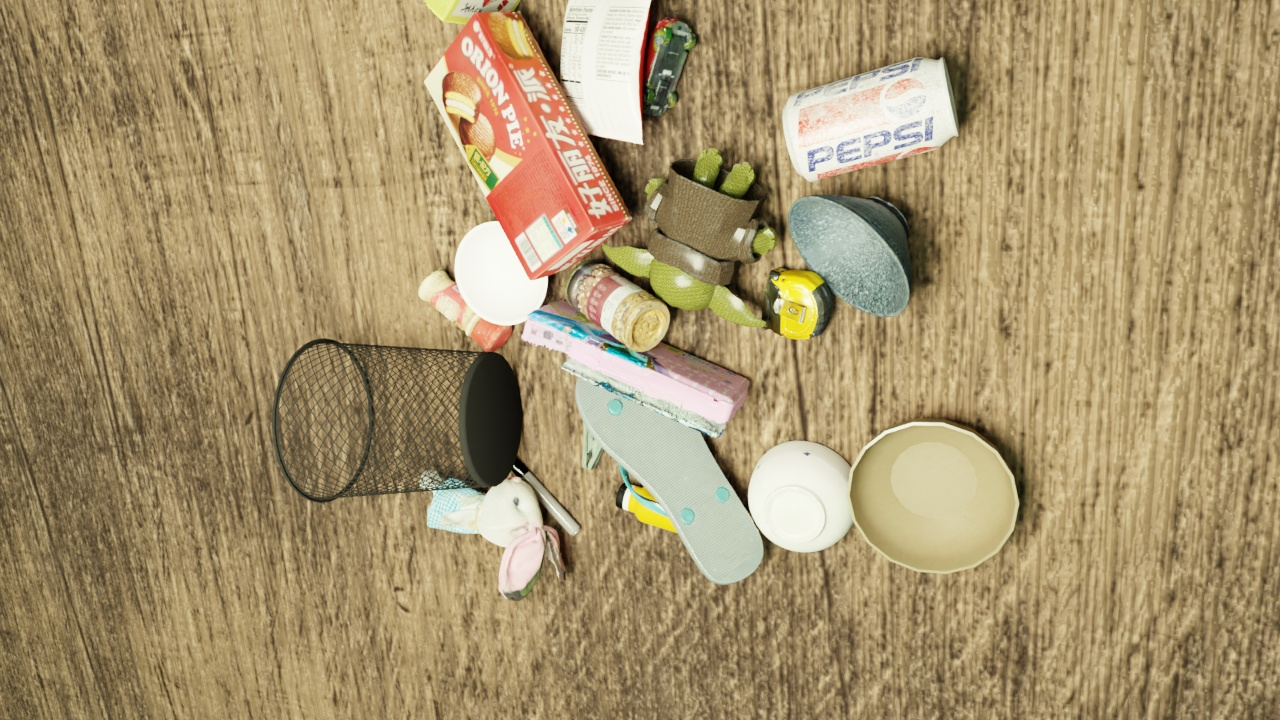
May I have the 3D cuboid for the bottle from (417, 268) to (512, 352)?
[{"bbox_3d":[-0.194,-0.055,1.014,0.109,0.044,0.044,38,115,9],"label":"bottle"}]

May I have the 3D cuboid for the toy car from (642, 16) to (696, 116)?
[{"bbox_3d":[0.019,-0.276,0.863,0.036,0.042,0.091,43,124,32],"label":"toy car"}]

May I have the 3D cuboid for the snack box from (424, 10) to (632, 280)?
[{"bbox_3d":[-0.113,-0.208,0.896,0.113,0.060,0.236,-31,86,45],"label":"snack box"}]

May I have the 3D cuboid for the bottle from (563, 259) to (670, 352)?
[{"bbox_3d":[-0.024,-0.056,0.915,0.105,0.056,0.056,36,119,39],"label":"bottle"}]

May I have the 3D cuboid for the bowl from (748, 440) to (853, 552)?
[{"bbox_3d":[0.160,0.143,0.920,0.113,0.063,0.113,6,107,20],"label":"bowl"}]

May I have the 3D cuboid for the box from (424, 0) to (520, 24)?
[{"bbox_3d":[-0.214,-0.420,0.871,0.221,0.124,0.081,46,116,6],"label":"box"}]

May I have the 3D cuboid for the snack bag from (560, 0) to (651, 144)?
[{"bbox_3d":[-0.035,-0.285,0.865,0.131,0.039,0.144,25,117,46],"label":"snack bag"}]

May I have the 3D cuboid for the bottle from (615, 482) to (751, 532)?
[{"bbox_3d":[0.044,0.164,0.983,0.144,0.043,0.043,14,110,18],"label":"bottle"}]

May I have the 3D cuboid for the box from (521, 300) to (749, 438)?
[{"bbox_3d":[-0.006,0.007,0.933,0.230,0.084,0.053,23,111,14],"label":"box"}]

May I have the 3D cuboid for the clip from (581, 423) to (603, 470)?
[{"bbox_3d":[-0.050,0.087,1.010,0.059,0.023,0.076,19,110,17],"label":"clip"}]

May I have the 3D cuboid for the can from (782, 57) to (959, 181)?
[{"bbox_3d":[0.198,-0.208,0.792,0.136,0.078,0.078,-11,101,24],"label":"can"}]

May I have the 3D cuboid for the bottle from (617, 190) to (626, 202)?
[{"bbox_3d":[-0.063,-0.194,0.927,0.113,0.030,0.030,48,116,3],"label":"bottle"}]

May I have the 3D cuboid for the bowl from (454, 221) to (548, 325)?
[{"bbox_3d":[-0.140,-0.096,0.981,0.110,0.040,0.110,6,108,20],"label":"bowl"}]

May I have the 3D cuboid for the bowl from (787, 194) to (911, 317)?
[{"bbox_3d":[0.201,-0.108,0.821,0.057,0.137,0.137,-43,86,-14],"label":"bowl"}]

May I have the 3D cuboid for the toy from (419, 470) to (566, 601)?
[{"bbox_3d":[-0.167,0.171,1.051,0.205,0.131,0.106,29,101,26],"label":"toy"}]

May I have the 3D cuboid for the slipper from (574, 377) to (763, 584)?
[{"bbox_3d":[0.032,0.111,0.956,0.098,0.055,0.268,-35,78,-17],"label":"slipper"}]

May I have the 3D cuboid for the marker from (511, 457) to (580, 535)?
[{"bbox_3d":[-0.121,0.147,1.059,0.140,0.016,0.016,47,116,3],"label":"marker"}]

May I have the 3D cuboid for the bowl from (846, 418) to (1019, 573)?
[{"bbox_3d":[0.277,0.122,0.873,0.152,0.050,0.152,6,108,20],"label":"bowl"}]

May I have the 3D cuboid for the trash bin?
[{"bbox_3d":[-0.255,0.065,1.007,0.210,0.183,0.184,-1,105,16],"label":"trash bin"}]

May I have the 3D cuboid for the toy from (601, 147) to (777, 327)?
[{"bbox_3d":[0.059,-0.121,0.873,0.179,0.078,0.153,27,121,16],"label":"toy"}]

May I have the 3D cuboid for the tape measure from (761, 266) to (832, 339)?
[{"bbox_3d":[0.150,-0.052,0.876,0.064,0.037,0.066,20,119,26],"label":"tape measure"}]
